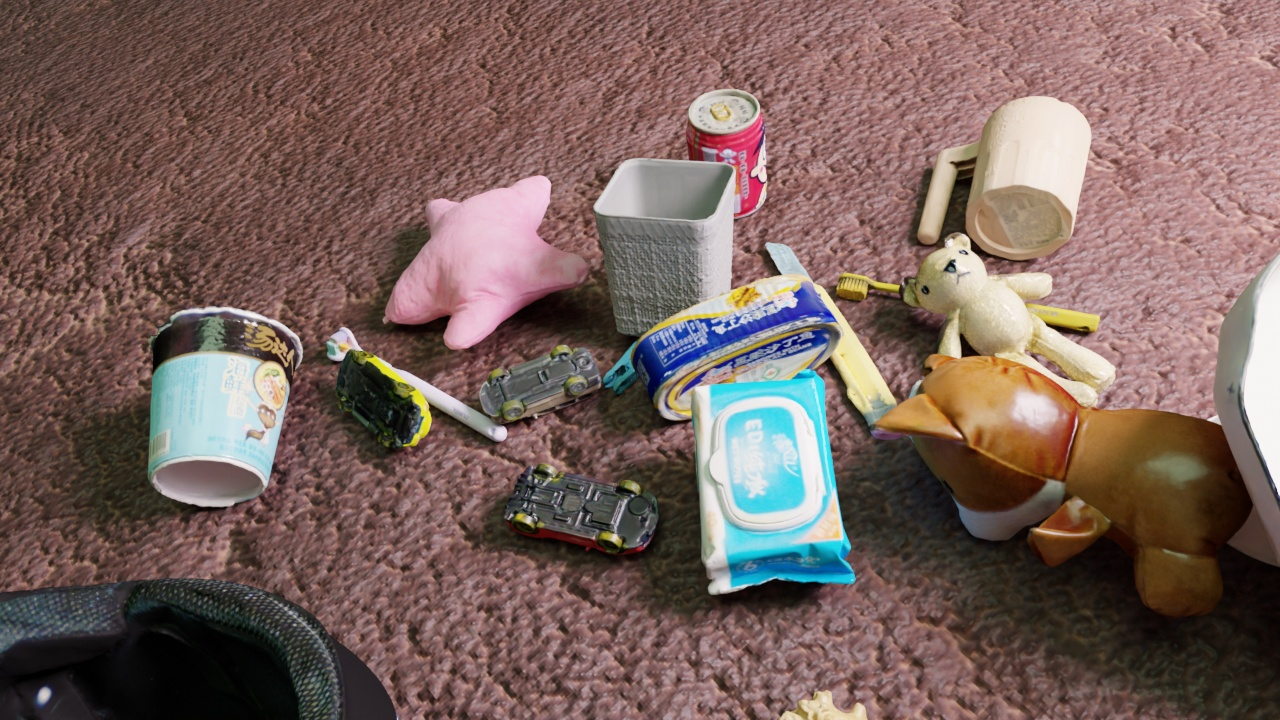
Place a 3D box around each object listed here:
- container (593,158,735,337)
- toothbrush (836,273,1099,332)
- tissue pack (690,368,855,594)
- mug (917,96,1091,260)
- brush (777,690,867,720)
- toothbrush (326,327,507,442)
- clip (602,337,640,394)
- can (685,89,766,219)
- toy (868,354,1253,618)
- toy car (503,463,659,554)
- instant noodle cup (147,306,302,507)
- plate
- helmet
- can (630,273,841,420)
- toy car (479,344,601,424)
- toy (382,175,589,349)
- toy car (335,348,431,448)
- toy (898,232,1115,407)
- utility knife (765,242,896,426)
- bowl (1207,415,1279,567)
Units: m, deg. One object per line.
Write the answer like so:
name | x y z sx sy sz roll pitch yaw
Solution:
container | 0.023 -0.081 0.700 0.090 0.114 0.090 7 40 16
toothbrush | 0.244 -0.042 0.698 0.190 0.016 0.016 12 58 19
tissue pack | 0.081 0.076 0.582 0.090 0.063 0.139 -7 65 7
mug | 0.290 -0.142 0.739 0.125 0.084 0.103 -6 46 39
brush | 0.031 0.260 0.459 0.254 0.046 0.083 -30 55 -21
toothbrush | -0.178 0.020 0.722 0.189 0.021 0.029 25 90 26
clip | -0.006 0.004 0.708 0.040 0.014 0.056 28 61 30
can | 0.075 -0.177 0.791 0.066 0.094 0.066 -5 50 6
toy | 0.244 0.063 0.549 0.200 0.131 0.139 28 27 20
toy car | -0.038 0.103 0.619 0.106 0.031 0.049 7 53 18
instant noodle cup | -0.313 0.040 0.685 0.111 0.111 0.120 -11 57 2
plate | 0.370 0.058 0.476 0.161 0.266 0.034 -34 11 -21
helmet | -0.225 0.240 0.413 0.234 0.230 0.274 27 69 39
can | 0.070 -0.009 0.665 0.148 0.075 0.049 -21 53 -6
toy car | -0.076 0.021 0.691 0.090 0.035 0.042 -19 48 -10
toy | -0.142 -0.085 0.772 0.178 0.075 0.194 -28 47 1
toy car | -0.197 0.028 0.705 0.105 0.048 0.032 30 17 35
toy | 0.258 -0.023 0.646 0.105 0.066 0.157 -45 66 3
utility knife | 0.143 -0.026 0.708 0.031 0.021 0.206 -15 45 -10
bowl | 0.397 0.060 0.551 0.118 0.065 0.118 -6 50 7
